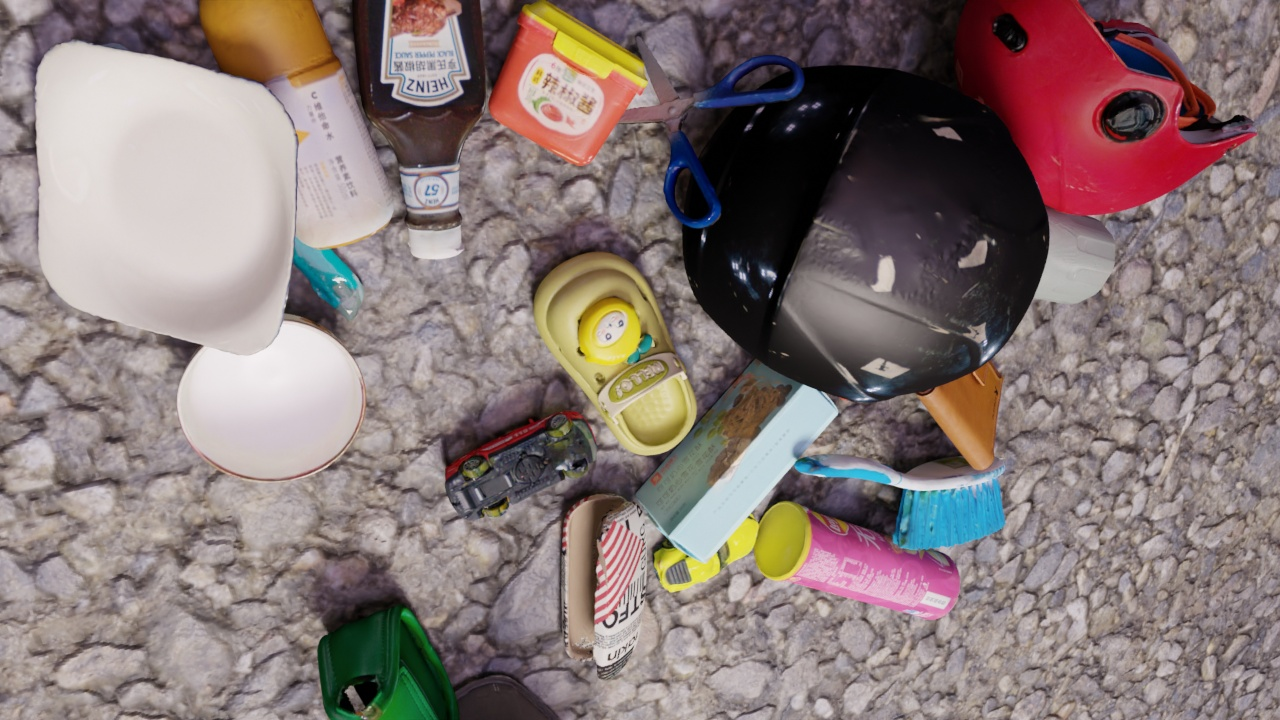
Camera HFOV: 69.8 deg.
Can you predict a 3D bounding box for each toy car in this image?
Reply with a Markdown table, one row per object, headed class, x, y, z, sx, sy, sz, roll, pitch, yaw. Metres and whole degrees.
| class | x | y | z | sx | sy | sz | roll | pitch | yaw |
| --- | --- | --- | --- | --- | --- | --- | --- | --- | --- |
| toy car | -0.093 | 0.078 | 0.710 | 0.120 | 0.045 | 0.053 | -23 | 120 | -8 |
| toy car | 0.062 | 0.171 | 0.822 | 0.105 | 0.032 | 0.048 | -26 | 118 | -14 |

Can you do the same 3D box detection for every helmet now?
| class | x | y | z | sx | sy | sz | roll | pitch | yaw |
| --- | --- | --- | --- | --- | --- | --- | --- | --- | --- |
| helmet | 0.167 | -0.083 | 0.651 | 0.274 | 0.230 | 0.234 | 18 | 104 | -13 |
| helmet | 0.323 | -0.204 | 0.703 | 0.240 | 0.206 | 0.144 | 24 | 129 | -25 |

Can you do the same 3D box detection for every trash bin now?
| class | x | y | z | sx | sy | sz | roll | pitch | yaw |
| --- | --- | --- | --- | --- | --- | --- | --- | --- | --- |
| trash bin | -0.115 | 0.421 | 0.738 | 0.198 | 0.220 | 0.199 | -37 | 121 | -6 |

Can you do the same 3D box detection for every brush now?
| class | x | y | z | sx | sy | sz | roll | pitch | yaw |
| --- | --- | --- | --- | --- | --- | --- | --- | --- | --- |
| brush | 0.243 | 0.123 | 0.838 | 0.313 | 0.061 | 0.109 | -4 | 105 | -39 |

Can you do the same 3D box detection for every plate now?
| class | x | y | z | sx | sy | sz | roll | pitch | yaw |
| --- | --- | --- | --- | --- | --- | --- | --- | --- | --- |
| plate | -0.273 | -0.094 | 0.540 | 0.164 | 0.034 | 0.164 | 15 | 110 | 5 |

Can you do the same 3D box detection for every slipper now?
| class | x | y | z | sx | sy | sz | roll | pitch | yaw |
| --- | --- | --- | --- | --- | --- | --- | --- | --- | --- |
| slipper | -0.004 | 0.004 | 0.701 | 0.091 | 0.081 | 0.190 | -36 | 122 | -10 |

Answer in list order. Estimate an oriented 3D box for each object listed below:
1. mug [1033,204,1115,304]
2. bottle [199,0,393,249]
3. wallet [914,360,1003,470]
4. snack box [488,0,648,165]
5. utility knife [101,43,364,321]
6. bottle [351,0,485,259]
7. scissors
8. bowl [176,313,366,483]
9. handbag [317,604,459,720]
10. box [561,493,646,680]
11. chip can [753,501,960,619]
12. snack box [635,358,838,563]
| class | x | y | z | sx | sy | sz | roll | pitch | yaw |
| --- | --- | --- | --- | --- | --- | --- | --- | --- | --- |
| mug | 0.328 | -0.087 | 0.799 | 0.103 | 0.124 | 0.083 | 7 | 66 | -27 |
| bottle | -0.210 | -0.162 | 0.551 | 0.068 | 0.068 | 0.190 | -23 | 117 | -14 |
| wallet | 0.295 | 0.018 | 0.844 | 0.130 | 0.035 | 0.118 | 42 | 58 | -35 |
| snack box | -0.050 | -0.182 | 0.607 | 0.091 | 0.082 | 0.080 | 27 | 109 | -14 |
| utility knife | -0.253 | -0.108 | 0.585 | 0.029 | 0.013 | 0.221 | -41 | 120 | -4 |
| bottle | -0.140 | -0.164 | 0.596 | 0.079 | 0.044 | 0.195 | -9 | 114 | -22 |
| scissors | 0.032 | -0.160 | 0.607 | 0.163 | 0.175 | 0.012 | -20 | 154 | 29 |
| bowl | -0.245 | 0.019 | 0.611 | 0.113 | 0.062 | 0.113 | -8 | 112 | -21 |
| handbag | -0.187 | 0.264 | 0.701 | 0.068 | 0.120 | 0.131 | -23 | 119 | -8 |
| box | -0.035 | 0.187 | 0.785 | 0.074 | 0.081 | 0.164 | -26 | 122 | -49 |
| chip can | 0.209 | 0.193 | 0.873 | 0.210 | 0.071 | 0.071 | 21 | 100 | -29 |
| snack box | 0.079 | 0.079 | 0.768 | 0.175 | 0.074 | 0.051 | -48 | 121 | 0 |
